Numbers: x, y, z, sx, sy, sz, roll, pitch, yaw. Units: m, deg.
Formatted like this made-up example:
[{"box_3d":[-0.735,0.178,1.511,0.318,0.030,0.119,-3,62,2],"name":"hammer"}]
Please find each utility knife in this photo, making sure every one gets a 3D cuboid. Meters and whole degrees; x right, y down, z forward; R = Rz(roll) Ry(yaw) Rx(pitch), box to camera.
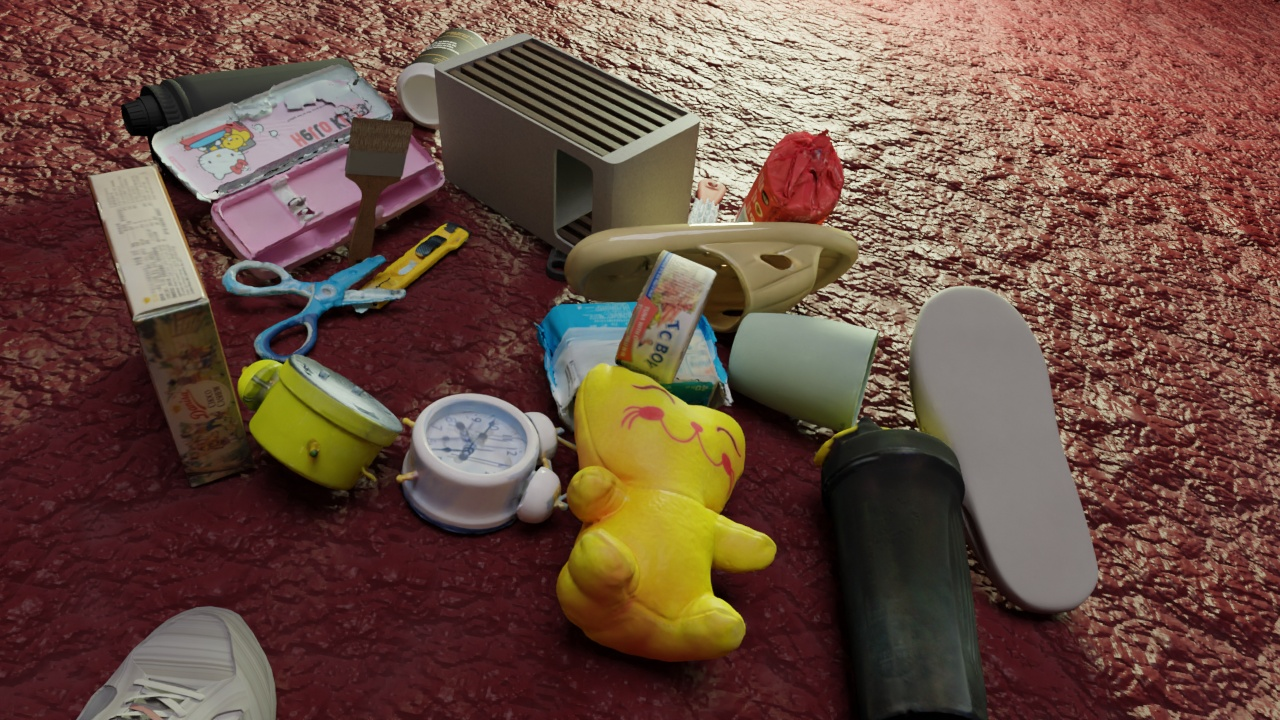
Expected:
[{"box_3d":[-0.193,-0.080,0.778,0.030,0.017,0.158,17,41,16],"name":"utility knife"}]

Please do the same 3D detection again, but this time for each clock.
[{"box_3d":[-0.206,0.033,0.584,0.119,0.057,0.083,34,-2,40],"name":"clock"},{"box_3d":[-0.096,0.067,0.607,0.125,0.052,0.088,7,39,-15],"name":"clock"}]

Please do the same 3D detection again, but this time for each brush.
[{"box_3d":[0.066,-0.153,0.933,0.041,0.030,0.171,17,39,1],"name":"brush"},{"box_3d":[-0.214,-0.123,0.718,0.045,0.143,0.008,-2,43,-33],"name":"brush"}]

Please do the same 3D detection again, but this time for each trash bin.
[{"box_3d":[-0.071,-0.195,0.848,0.229,0.115,0.114,34,50,27],"name":"trash bin"}]

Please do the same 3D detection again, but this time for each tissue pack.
[{"box_3d":[-0.004,0.004,0.700,0.144,0.062,0.092,-4,48,-19],"name":"tissue pack"}]

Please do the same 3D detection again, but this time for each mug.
[{"box_3d":[0.132,-0.002,0.737,0.104,0.084,0.111,15,32,17],"name":"mug"}]

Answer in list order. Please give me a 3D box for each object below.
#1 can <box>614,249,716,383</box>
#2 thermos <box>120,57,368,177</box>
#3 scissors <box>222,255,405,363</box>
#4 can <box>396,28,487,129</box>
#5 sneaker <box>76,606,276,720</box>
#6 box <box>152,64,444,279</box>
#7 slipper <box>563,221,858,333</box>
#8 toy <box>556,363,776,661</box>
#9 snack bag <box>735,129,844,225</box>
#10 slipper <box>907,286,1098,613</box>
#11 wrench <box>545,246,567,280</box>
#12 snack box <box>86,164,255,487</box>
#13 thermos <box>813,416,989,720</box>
[{"box_3d":[0.017,-0.029,0.632,0.043,0.086,0.086,23,40,4],"name":"can"},{"box_3d":[-0.355,-0.218,0.829,0.198,0.086,0.086,-22,52,-37],"name":"thermos"},{"box_3d":[-0.243,-0.040,0.702,0.139,0.013,0.117,-1,55,-24],"name":"scissors"},{"box_3d":[-0.209,-0.307,0.993,0.072,0.072,0.128,16,39,0],"name":"can"},{"box_3d":[-0.226,0.190,0.386,0.099,0.090,0.235,11,39,-5],"name":"sneaker"},{"box_3d":[-0.283,-0.167,0.780,0.152,0.037,0.200,48,52,4],"name":"box"},{"box_3d":[0.065,-0.061,0.782,0.261,0.112,0.079,-1,67,-18],"name":"slipper"},{"box_3d":[0.010,0.096,0.577,0.134,0.088,0.193,24,38,-17],"name":"toy"},{"box_3d":[0.133,-0.139,0.837,0.082,0.176,0.082,1,76,-5],"name":"snack bag"},{"box_3d":[0.266,0.070,0.711,0.113,0.081,0.265,-1,59,-11],"name":"slipper"},{"box_3d":[-0.060,-0.162,0.915,0.073,0.018,0.272,13,41,-3],"name":"wrench"},{"box_3d":[-0.291,-0.021,0.570,0.041,0.147,0.143,-19,51,-27],"name":"snack box"},{"box_3d":[0.165,0.133,0.582,0.098,0.098,0.220,12,44,-4],"name":"thermos"}]
